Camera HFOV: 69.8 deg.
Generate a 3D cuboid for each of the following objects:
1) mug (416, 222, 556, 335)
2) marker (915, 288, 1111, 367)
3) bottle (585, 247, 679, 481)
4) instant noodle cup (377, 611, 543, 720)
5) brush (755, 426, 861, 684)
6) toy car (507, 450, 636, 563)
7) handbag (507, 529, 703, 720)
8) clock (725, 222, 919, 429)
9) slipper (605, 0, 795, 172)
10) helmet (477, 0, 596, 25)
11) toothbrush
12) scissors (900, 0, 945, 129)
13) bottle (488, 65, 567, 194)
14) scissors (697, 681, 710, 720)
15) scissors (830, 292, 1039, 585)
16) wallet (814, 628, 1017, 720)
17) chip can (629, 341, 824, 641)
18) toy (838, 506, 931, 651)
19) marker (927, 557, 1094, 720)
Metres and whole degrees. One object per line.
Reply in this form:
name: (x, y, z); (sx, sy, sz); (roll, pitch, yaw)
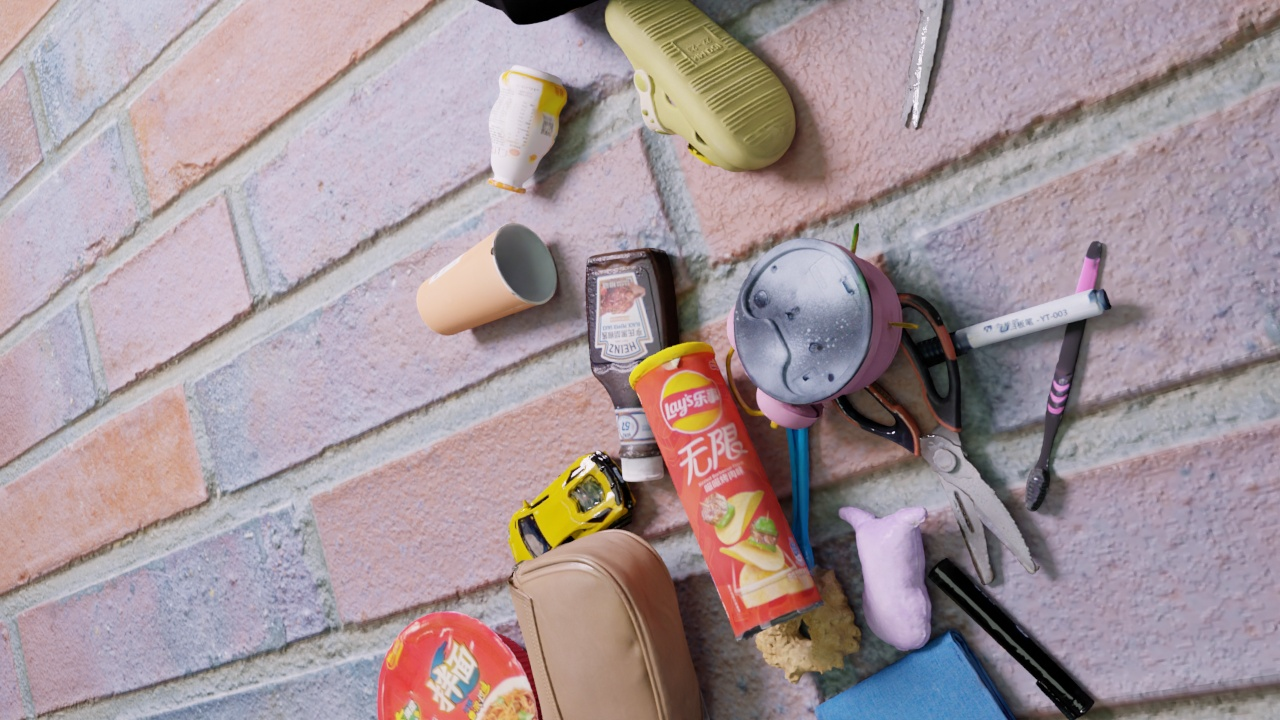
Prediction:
mug: (-0.148, -0.069, 0.853); (0.123, 0.078, 0.078); (-21, 81, 34)
marker: (0.254, -0.021, 0.633); (0.131, 0.018, 0.022); (-18, 91, 36)
bottle: (-0.005, 0.005, 0.784); (0.080, 0.044, 0.195); (-4, 90, 29)
instant noodle cup: (-0.155, 0.327, 0.855); (0.194, 0.065, 0.193); (-2, 85, 31)
brush: (0.124, 0.123, 0.715); (0.083, 0.045, 0.254); (-6, 85, 35)
toy car: (-0.068, 0.143, 0.828); (0.156, 0.041, 0.071); (-40, 71, 27)
handbag: (-0.026, 0.243, 0.765); (0.148, 0.099, 0.204); (-7, 100, 34)
clock: (0.118, -0.017, 0.672); (0.159, 0.059, 0.117); (-41, 61, 36)
slipper: (0.042, -0.218, 0.736); (0.190, 0.091, 0.082); (50, 152, 12)
helmet: (-0.068, -0.392, 0.705); (0.275, 0.230, 0.233); (-10, 61, 27)
toothbrush: (0.286, 0.012, 0.622); (0.014, 0.017, 0.189); (15, 98, 31)
scissors: (0.205, -0.261, 0.668); (0.136, 0.014, 0.175); (50, 117, 19)
bottle: (-0.107, -0.207, 0.827); (0.063, 0.063, 0.108); (24, 103, 29)
scissors: (0.069, 0.334, 0.767); (0.163, 0.012, 0.172); (-19, 80, 33)
scissors: (0.205, 0.055, 0.664); (0.216, 0.015, 0.196); (22, 114, 35)
wallet: (0.205, 0.273, 0.667); (0.133, 0.040, 0.106); (-43, 62, 25)
chip can: (0.063, 0.095, 0.691); (0.073, 0.073, 0.216); (-33, 70, 28)
toy: (0.183, 0.160, 0.675); (0.084, 0.038, 0.108); (-8, 92, 58)
marker: (0.256, 0.193, 0.642); (0.022, 0.020, 0.132); (-37, 67, -18)
